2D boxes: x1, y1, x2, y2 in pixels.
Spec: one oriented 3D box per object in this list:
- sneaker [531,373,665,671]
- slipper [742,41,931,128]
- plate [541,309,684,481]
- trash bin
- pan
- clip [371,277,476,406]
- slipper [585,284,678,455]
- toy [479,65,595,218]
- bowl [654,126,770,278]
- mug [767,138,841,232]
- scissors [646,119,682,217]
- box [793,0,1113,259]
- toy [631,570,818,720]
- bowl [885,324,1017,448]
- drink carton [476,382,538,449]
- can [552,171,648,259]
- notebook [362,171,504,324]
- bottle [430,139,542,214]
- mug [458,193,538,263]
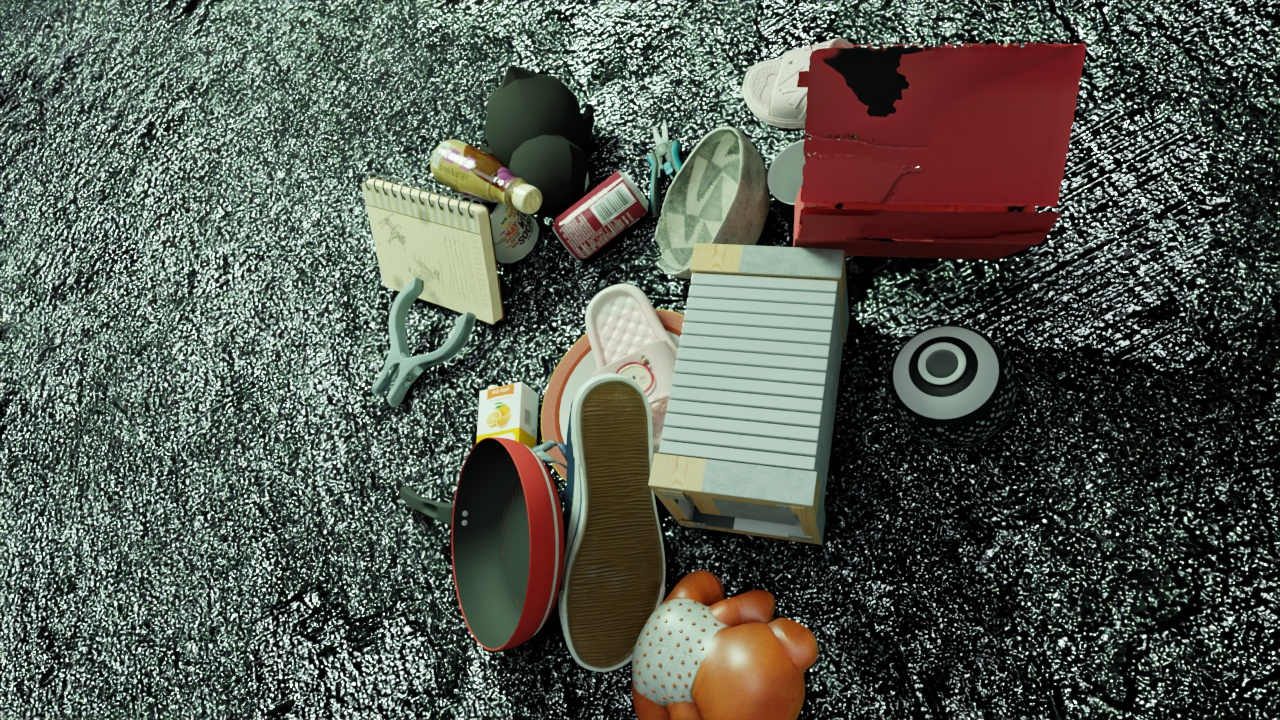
[{"bbox_3d":[-0.046,0.160,0.937,0.120,0.127,0.294,1,89,-13],"label":"sneaker"},{"bbox_3d":[0.224,-0.326,1.075,0.240,0.064,0.094,11,72,29],"label":"slipper"},{"bbox_3d":[-0.007,0.048,1.031,0.230,0.021,0.229,-12,61,22],"label":"plate"},{"bbox_3d":[0.114,0.033,0.887,0.142,0.142,0.246,5,68,17],"label":"trash bin"},{"bbox_3d":[-0.178,0.176,0.987,0.357,0.067,0.209,9,95,59],"label":"pan"},{"bbox_3d":[-0.309,-0.040,1.200,0.174,0.030,0.159,-43,67,8],"label":"clip"},{"bbox_3d":[-0.006,0.006,1.002,0.107,0.055,0.221,-25,58,12],"label":"slipper"},{"bbox_3d":[-0.129,-0.272,1.179,0.159,0.140,0.184,-18,62,4],"label":"toy"},{"bbox_3d":[0.094,-0.167,1.036,0.179,0.081,0.178,-46,35,46],"label":"bowl"},{"bbox_3d":[0.202,-0.168,0.988,0.085,0.094,0.121,-44,55,2],"label":"mug"},{"bbox_3d":[0.035,-0.241,1.157,0.123,0.019,0.148,-53,49,0],"label":"scissors"},{"bbox_3d":[0.242,-0.155,0.785,0.211,0.319,0.121,2,67,7],"label":"box"},{"bbox_3d":[0.077,0.283,0.837,0.173,0.093,0.163,8,67,43],"label":"toy"},{"bbox_3d":[0.290,0.016,0.868,0.120,0.066,0.120,-12,61,22],"label":"bowl"},{"bbox_3d":[-0.156,0.087,1.077,0.059,0.040,0.122,-12,61,21],"label":"drink carton"},{"bbox_3d":[-0.049,-0.180,1.141,0.114,0.063,0.063,-36,55,6],"label":"can"},{"bbox_3d":[-0.273,-0.148,1.191,0.226,0.168,0.024,19,37,33],"label":"notebook"},{"bbox_3d":[-0.186,-0.220,1.122,0.166,0.059,0.059,29,81,33],"label":"bottle"},{"bbox_3d":[-0.201,-0.176,1.201,0.105,0.089,0.073,-21,58,17],"label":"mug"}]
